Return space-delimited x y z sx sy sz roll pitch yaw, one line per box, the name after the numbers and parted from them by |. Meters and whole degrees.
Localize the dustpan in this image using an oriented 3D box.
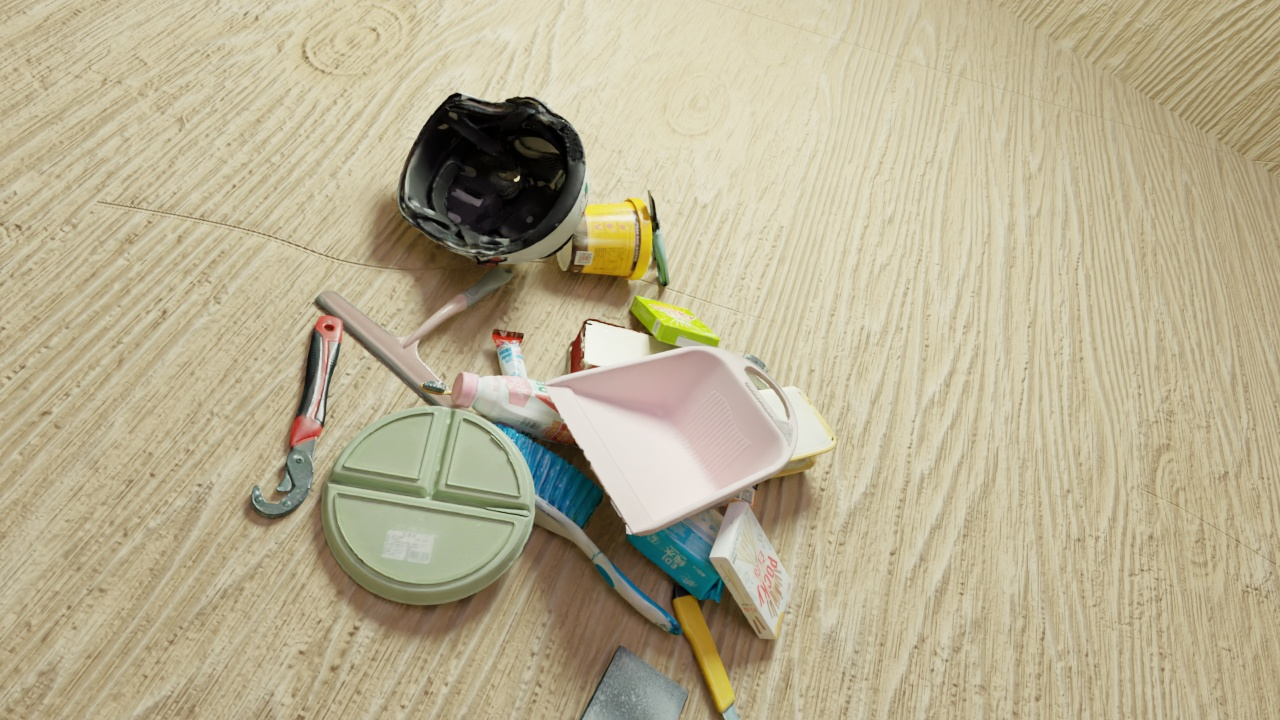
0.054 0.068 1.086 0.272 0.139 0.222 5 43 -54 | dustpan

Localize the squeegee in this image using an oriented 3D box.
-0.240 -0.068 1.190 0.247 0.040 0.248 40 47 5 | squeegee

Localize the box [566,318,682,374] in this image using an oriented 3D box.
-0.007 0.007 1.225 0.168 0.080 0.091 14 50 -17 | box

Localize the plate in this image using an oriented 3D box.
-0.229 0.149 0.999 0.230 0.028 0.229 4 61 -8 | plate

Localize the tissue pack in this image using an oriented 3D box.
0.056 0.218 1.105 0.140 0.063 0.089 38 39 5 | tissue pack

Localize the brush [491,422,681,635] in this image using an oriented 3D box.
-0.067 0.196 1.071 0.314 0.061 0.109 32 53 -3 | brush

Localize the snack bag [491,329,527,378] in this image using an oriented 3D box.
-0.163 0.008 1.177 0.048 0.026 0.104 4 56 -30 | snack bag

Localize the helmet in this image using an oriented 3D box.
-0.180 -0.225 1.236 0.274 0.157 0.229 14 80 19 | helmet

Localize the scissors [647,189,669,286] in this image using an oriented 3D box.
0.026 -0.168 1.331 0.019 0.186 0.132 -12 76 1 | scissors

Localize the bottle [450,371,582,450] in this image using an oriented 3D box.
-0.131 0.058 1.112 0.196 0.068 0.068 18 49 -26 | bottle

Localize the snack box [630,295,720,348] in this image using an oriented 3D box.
0.046 -0.051 1.276 0.085 0.026 0.156 14 14 -18 | snack box

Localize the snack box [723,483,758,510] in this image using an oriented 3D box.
0.083 0.141 1.206 0.153 0.026 0.075 24 47 -10 | snack box

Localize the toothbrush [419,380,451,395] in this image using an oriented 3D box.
-0.178 0.050 1.128 0.191 0.018 0.016 15 59 -29 | toothbrush

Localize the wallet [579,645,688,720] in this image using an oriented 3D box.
-0.009 0.380 0.984 0.097 0.019 0.120 36 46 -1 | wallet

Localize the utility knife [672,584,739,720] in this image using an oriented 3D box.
0.077 0.348 1.051 0.033 0.015 0.195 -3 54 -30 | utility knife

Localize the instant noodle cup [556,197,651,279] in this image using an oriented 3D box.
-0.056 -0.174 1.319 0.114 0.119 0.118 -3 57 -21 | instant noodle cup

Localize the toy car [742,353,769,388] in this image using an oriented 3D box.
0.153 0.027 1.325 0.043 0.034 0.090 32 46 2 | toy car

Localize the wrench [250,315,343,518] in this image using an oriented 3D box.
-0.377 0.056 1.039 0.056 0.016 0.272 16 51 -17 | wrench

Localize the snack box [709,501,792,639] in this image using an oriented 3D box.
0.133 0.250 1.089 0.157 0.027 0.084 59 39 -31 | snack box

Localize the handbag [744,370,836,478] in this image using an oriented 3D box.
0.160 0.073 1.247 0.163 0.063 0.178 -6 56 -40 | handbag
